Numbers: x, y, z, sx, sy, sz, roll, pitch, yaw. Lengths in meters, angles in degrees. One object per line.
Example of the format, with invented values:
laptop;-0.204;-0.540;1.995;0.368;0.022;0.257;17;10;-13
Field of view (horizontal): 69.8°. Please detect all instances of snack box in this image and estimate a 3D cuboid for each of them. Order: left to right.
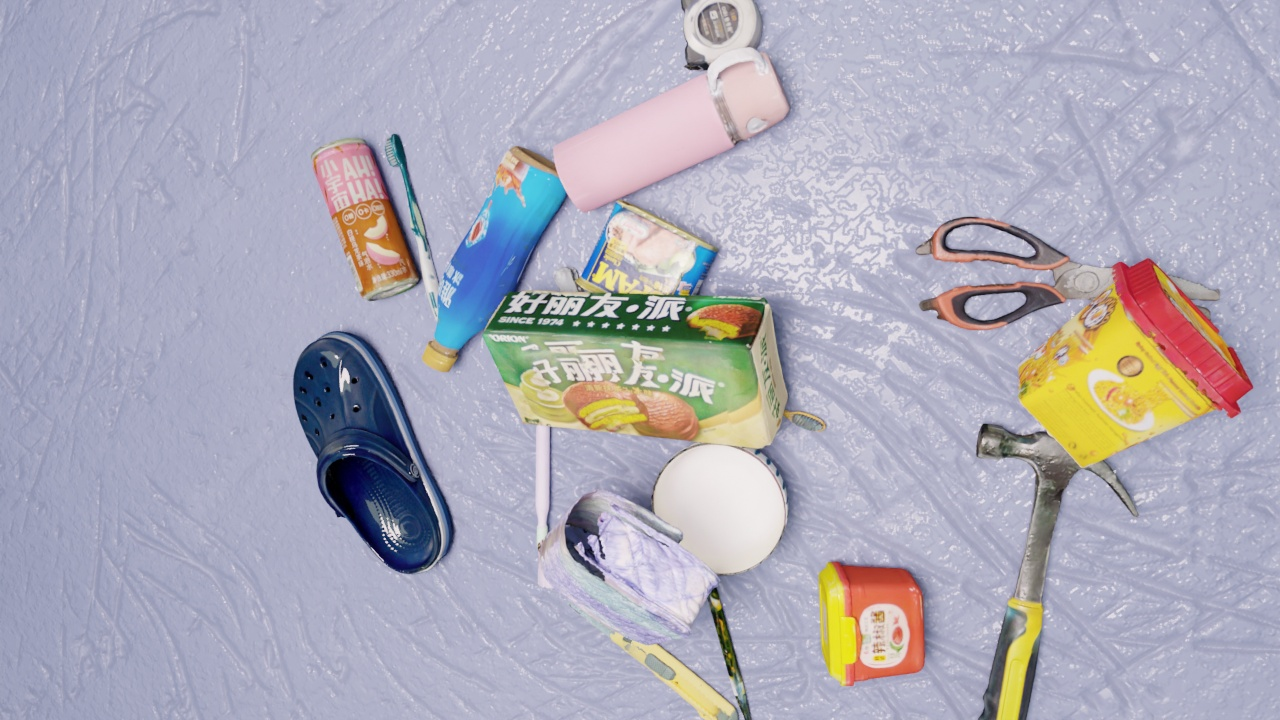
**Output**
snack box;-0.005;0.005;0.772;0.240;0.063;0.114;4;136;24
snack box;0.195;0.219;0.776;0.080;0.082;0.091;-4;96;3

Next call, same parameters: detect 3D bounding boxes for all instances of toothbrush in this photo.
toothbrush;-0.217;-0.124;0.887;0.018;0.016;0.191;-13;92;27
toothbrush;-0.090;0.123;0.876;0.029;0.021;0.189;5;98;48
toothbrush;0.072;0.029;0.817;0.191;0.018;0.016;19;99;14
toothbrush;0.085;0.293;0.844;0.012;0.017;0.186;-14;92;40

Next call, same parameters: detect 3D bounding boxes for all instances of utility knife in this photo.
utility knife;0.014;0.284;0.869;0.198;0.021;0.031;37;99;14

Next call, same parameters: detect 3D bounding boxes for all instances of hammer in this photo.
hammer;0.319;0.219;0.760;0.126;0.031;0.323;10;99;16

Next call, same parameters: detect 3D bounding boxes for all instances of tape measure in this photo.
tape measure;0.069;-0.281;0.775;0.066;0.033;0.066;0;98;19

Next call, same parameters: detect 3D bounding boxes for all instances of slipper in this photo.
slipper;-0.274;0.098;0.890;0.105;0.095;0.253;-26;92;15

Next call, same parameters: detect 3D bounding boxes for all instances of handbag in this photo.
handbag;-0.017;0.176;0.776;0.134;0.194;0.075;34;67;-1

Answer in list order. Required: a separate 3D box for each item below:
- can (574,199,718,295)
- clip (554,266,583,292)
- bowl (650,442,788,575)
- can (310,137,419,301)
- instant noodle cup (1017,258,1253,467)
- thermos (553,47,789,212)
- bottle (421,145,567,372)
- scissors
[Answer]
can;0.006;-0.083;0.804;0.102;0.057;0.083;28;101;11
clip;-0.062;-0.059;0.846;0.026;0.041;0.058;-19;86;20
bowl;0.073;0.122;0.803;0.116;0.066;0.116;2;98;16
can;-0.263;-0.133;0.876;0.058;0.057;0.147;-20;90;17
instant noodle cup;0.356;0.007;0.681;0.116;0.116;0.124;46;122;-3
thermos;0.022;-0.196;0.772;0.199;0.087;0.067;-21;65;19
bottle;-0.140;-0.087;0.842;0.065;0.065;0.219;33;104;10
scissors;0.334;-0.052;0.733;0.197;0.015;0.205;-41;84;15
